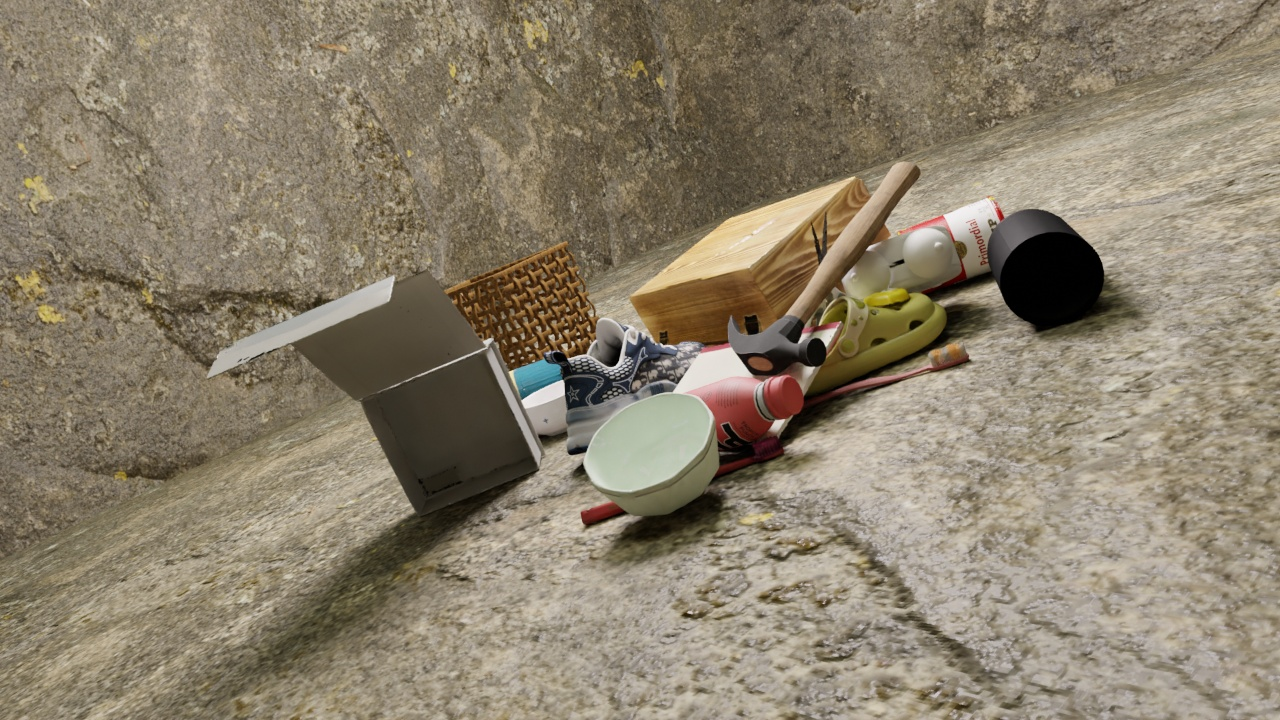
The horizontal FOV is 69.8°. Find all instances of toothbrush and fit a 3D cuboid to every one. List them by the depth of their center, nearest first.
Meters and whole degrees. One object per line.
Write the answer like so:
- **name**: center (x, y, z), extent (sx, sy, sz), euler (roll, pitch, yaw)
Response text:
- **toothbrush**: center (0.035, 0.106, 0.810), extent (0.190, 0.016, 0.016), euler (-21, 11, 8)
- **toothbrush**: center (0.217, 0.020, 0.870), extent (0.185, 0.016, 0.015), euler (-20, 17, 21)

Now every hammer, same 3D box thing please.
- **hammer**: center (0.201, -0.102, 0.945), extent (0.132, 0.040, 0.304), euler (-2, 43, 55)

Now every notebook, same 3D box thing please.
- **notebook**: center (0.097, 0.029, 0.933), extent (0.209, 0.012, 0.152), euler (-10, 38, 53)

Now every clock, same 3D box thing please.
- **clock**: center (0.289, -0.094, 1.017), extent (0.125, 0.073, 0.160), euler (-20, -6, 17)

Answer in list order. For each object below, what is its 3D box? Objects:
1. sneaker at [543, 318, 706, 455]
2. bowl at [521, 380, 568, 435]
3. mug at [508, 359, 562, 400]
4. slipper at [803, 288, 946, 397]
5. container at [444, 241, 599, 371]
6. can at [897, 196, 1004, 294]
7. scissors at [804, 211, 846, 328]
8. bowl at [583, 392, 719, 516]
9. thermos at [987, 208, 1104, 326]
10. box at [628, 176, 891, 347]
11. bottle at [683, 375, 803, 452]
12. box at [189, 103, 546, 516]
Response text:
- **sneaker**: center (-0.006, 0.006, 1.071), extent (0.103, 0.132, 0.268), euler (-16, 7, 40)
- **bowl**: center (-0.107, 0.064, 1.225), extent (0.105, 0.054, 0.104), euler (-22, 12, 5)
- **mug**: center (-0.151, 0.048, 1.351), extent (0.107, 0.083, 0.114), euler (-22, -17, -1)
- **slipper**: center (0.216, -0.028, 0.941), extent (0.190, 0.081, 0.092), euler (-27, 8, -8)
- **container**: center (-0.236, -0.048, 1.612), extent (0.252, 0.214, 0.218), euler (-16, 13, 34)
- **can**: center (0.384, -0.139, 1.118), extent (0.116, 0.086, 0.086), euler (-20, 11, 16)
- **scissors**: center (0.216, -0.084, 1.057), extent (0.013, 0.163, 0.154), euler (12, -3, 42)
- **bowl**: center (0.017, 0.088, 0.776), extent (0.117, 0.061, 0.117), euler (-19, 34, 13)
- **thermos**: center (0.393, -0.101, 0.910), extent (0.086, 0.086, 0.198), euler (-19, 11, 21)
- **box**: center (0.162, -0.096, 1.226), extent (0.244, 0.168, 0.280), euler (-36, 16, -28)
- **bottle**: center (0.069, 0.052, 0.838), extent (0.177, 0.062, 0.062), euler (-21, 9, 42)
- **box**: center (-0.268, -0.032, 0.990), extent (0.166, 0.479, 0.119), euler (-22, 37, 2)
